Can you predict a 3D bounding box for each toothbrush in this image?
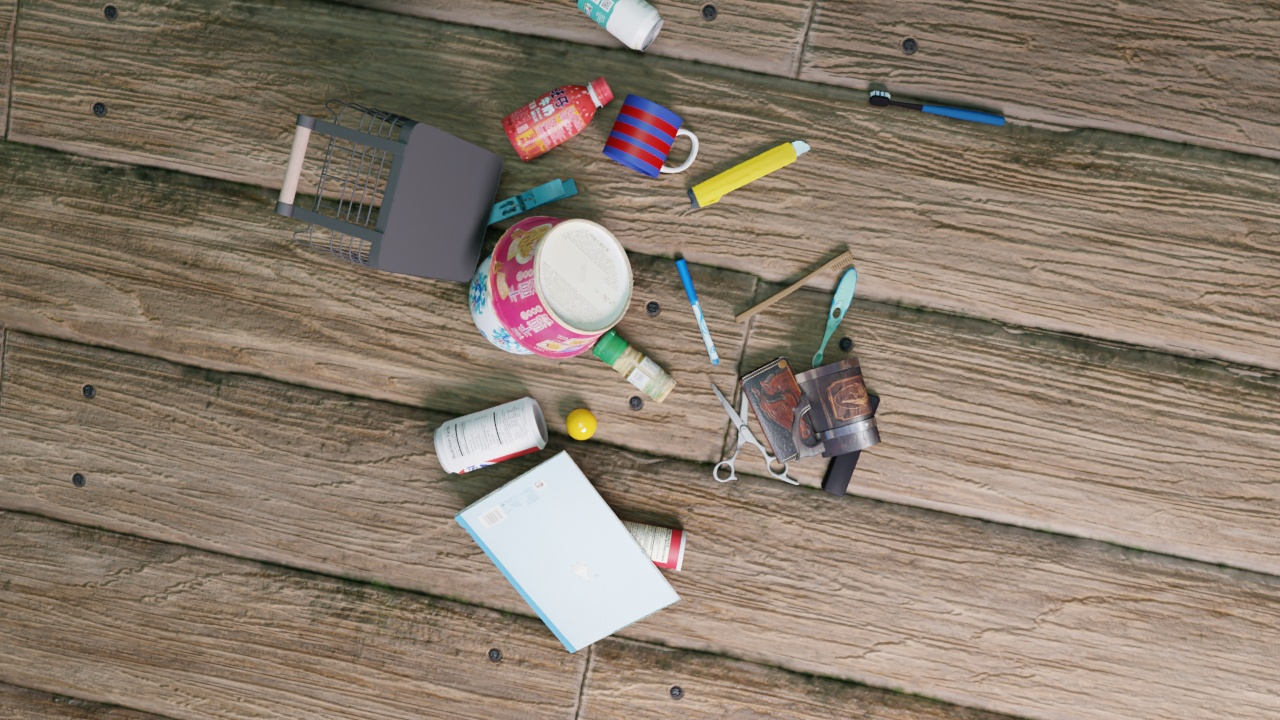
[{"bbox_3d":[0.245,-0.053,1.158,0.022,0.017,0.135,21,97,2],"label":"toothbrush"},{"bbox_3d":[0.193,-0.091,1.159,0.167,0.016,0.016,-30,92,6],"label":"toothbrush"},{"bbox_3d":[0.364,-0.308,1.126,0.168,0.014,0.014,10,62,1],"label":"toothbrush"}]

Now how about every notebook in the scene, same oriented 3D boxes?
[{"bbox_3d":[-0.093,0.251,1.170,0.181,0.009,0.253,-31,106,19],"label":"notebook"}]

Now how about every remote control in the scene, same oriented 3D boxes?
[{"bbox_3d":[0.270,0.107,1.173,0.032,0.015,0.136,20,97,2],"label":"remote control"}]

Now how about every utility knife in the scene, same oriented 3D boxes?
[{"bbox_3d":[0.135,-0.235,1.149,0.165,0.017,0.030,-25,98,7],"label":"utility knife"}]

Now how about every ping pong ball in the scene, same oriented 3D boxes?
[{"bbox_3d":[-0.076,0.082,1.182,0.040,0.040,0.040,0,95,4],"label":"ping pong ball"}]

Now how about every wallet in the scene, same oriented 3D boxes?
[{"bbox_3d":[0.181,0.063,1.170,0.072,0.019,0.123,-27,93,-4],"label":"wallet"}]

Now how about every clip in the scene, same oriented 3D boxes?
[{"bbox_3d":[-0.139,-0.197,1.132,0.130,0.121,0.031,-20,102,-7],"label":"clip"}]

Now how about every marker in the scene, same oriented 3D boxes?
[{"bbox_3d":[0.074,-0.062,1.172,0.013,0.013,0.142,-19,94,5],"label":"marker"}]

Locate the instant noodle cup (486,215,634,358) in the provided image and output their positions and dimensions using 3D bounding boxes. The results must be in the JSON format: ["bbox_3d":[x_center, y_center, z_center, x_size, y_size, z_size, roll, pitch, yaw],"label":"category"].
[{"bbox_3d":[-0.085,-0.095,1.098,0.178,0.078,0.178,7,79,-37],"label":"instant noodle cup"}]

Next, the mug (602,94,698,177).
[{"bbox_3d":[0.018,-0.268,1.133,0.112,0.075,0.076,22,97,-25],"label":"mug"}]

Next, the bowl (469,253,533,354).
[{"bbox_3d":[-0.153,-0.077,1.155,0.144,0.074,0.144,0,95,4],"label":"bowl"}]

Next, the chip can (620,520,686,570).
[{"bbox_3d":[-0.050,0.228,1.189,0.215,0.051,0.052,10,96,3],"label":"chip can"}]

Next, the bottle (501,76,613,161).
[{"bbox_3d":[-0.099,-0.305,1.137,0.137,0.062,0.062,-28,93,5],"label":"bottle"}]

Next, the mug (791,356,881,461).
[{"bbox_3d":[0.228,0.062,1.124,0.115,0.080,0.107,-15,85,-17],"label":"mug"}]

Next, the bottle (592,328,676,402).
[{"bbox_3d":[-0.007,0.007,1.170,0.111,0.043,0.043,38,97,-1],"label":"bottle"}]

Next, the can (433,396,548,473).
[{"bbox_3d":[-0.191,0.097,1.177,0.132,0.070,0.070,-17,94,5],"label":"can"}]

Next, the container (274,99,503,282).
[{"bbox_3d":[-0.279,-0.190,1.058,0.130,0.241,0.163,18,96,17],"label":"container"}]

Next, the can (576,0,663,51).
[{"bbox_3d":[-0.025,-0.428,1.122,0.101,0.055,0.055,37,97,0],"label":"can"}]

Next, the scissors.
[{"bbox_3d":[0.146,0.098,1.182,0.162,0.014,0.141,23,91,-4],"label":"scissors"}]
